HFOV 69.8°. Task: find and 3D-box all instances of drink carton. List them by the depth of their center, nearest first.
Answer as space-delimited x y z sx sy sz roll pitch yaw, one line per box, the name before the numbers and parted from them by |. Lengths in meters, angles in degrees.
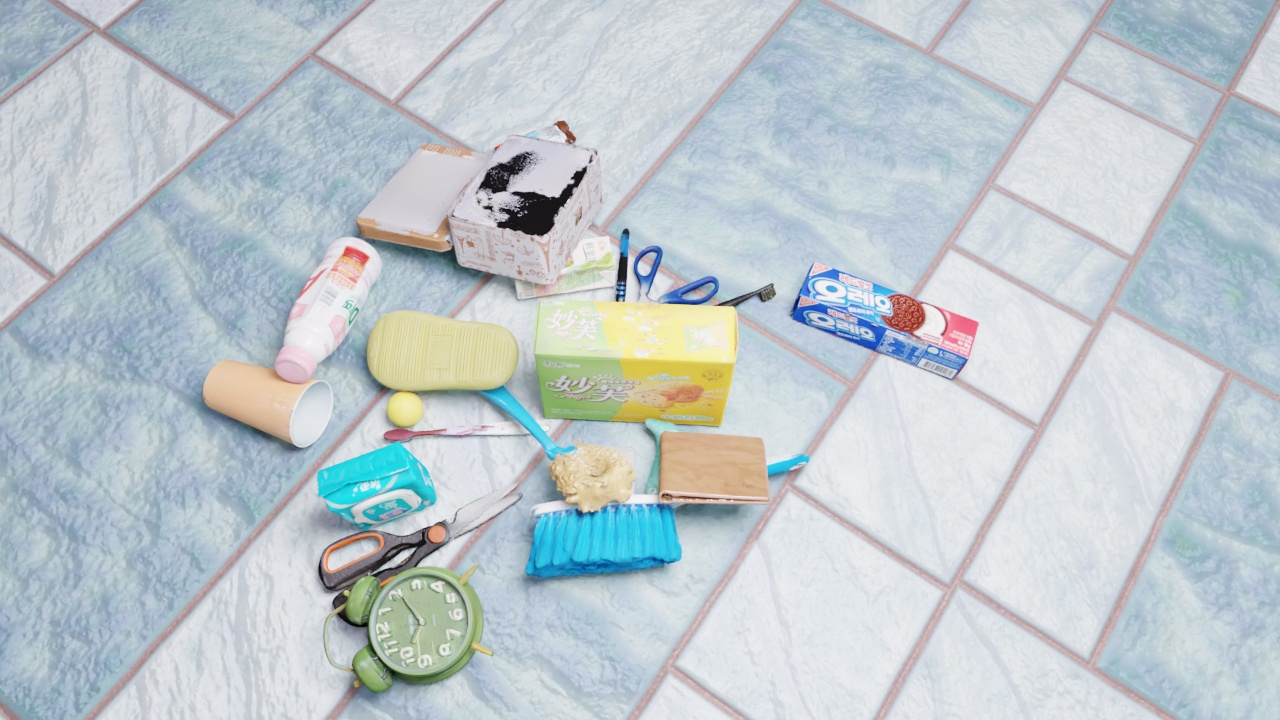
drink carton | -0.093 -0.111 1.111 0.122 0.046 0.053 -8 53 -7

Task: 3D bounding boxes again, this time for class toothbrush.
toothbrush | -0.195 0.082 1.039 0.187 0.017 0.016 -3 62 -5
toothbrush | 0.068 -0.048 1.096 0.212 0.026 0.027 -23 97 -12
toothbrush | -0.022 -0.090 1.098 0.014 0.016 0.189 2 55 2

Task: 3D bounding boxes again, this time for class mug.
mug | -0.417 0.043 1.025 0.123 0.078 0.078 16 66 13

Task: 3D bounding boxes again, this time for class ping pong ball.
ping pong ball | -0.266 0.055 1.035 0.040 0.040 0.040 0 65 -1

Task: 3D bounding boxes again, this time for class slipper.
slipper | -0.218 -0.002 1.043 0.191 0.081 0.091 5 76 19

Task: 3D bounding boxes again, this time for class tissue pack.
tissue pack | -0.270 0.132 0.949 0.093 0.134 0.050 -20 71 -6

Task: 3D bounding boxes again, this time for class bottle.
bottle | -0.357 -0.057 1.042 0.068 0.068 0.196 8 47 3

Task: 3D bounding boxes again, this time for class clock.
clock | -0.234 0.266 0.919 0.161 0.056 0.116 -10 73 -10

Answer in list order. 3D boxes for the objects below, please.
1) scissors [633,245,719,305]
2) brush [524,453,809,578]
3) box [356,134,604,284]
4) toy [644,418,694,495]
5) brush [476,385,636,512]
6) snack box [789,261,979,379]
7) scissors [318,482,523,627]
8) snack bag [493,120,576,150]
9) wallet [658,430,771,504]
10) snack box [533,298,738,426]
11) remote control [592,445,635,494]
scissors | 0.015 -0.076 1.099 0.174 0.012 0.162 -8 54 1
brush | 0.034 0.160 0.964 0.314 0.061 0.109 -4 62 -6
box | -0.194 -0.195 1.108 0.260 0.082 0.176 13 50 16
toy | 0.039 0.118 1.017 0.096 0.030 0.091 18 73 0
brush | -0.103 0.081 0.988 0.083 0.046 0.255 -29 46 -30
snack box | 0.284 -0.047 1.080 0.207 0.057 0.058 22 64 10
scissors | -0.223 0.207 0.982 0.234 0.022 0.148 -6 73 -9
snack bag | -0.137 -0.285 1.202 0.105 0.026 0.045 -26 59 -13
wallet | 0.076 0.113 0.961 0.115 0.020 0.101 1 34 1
snack box | -0.006 0.006 0.996 0.210 0.158 0.070 2 61 1
remote control | -0.035 0.159 1.001 0.056 0.019 0.135 1 65 0
